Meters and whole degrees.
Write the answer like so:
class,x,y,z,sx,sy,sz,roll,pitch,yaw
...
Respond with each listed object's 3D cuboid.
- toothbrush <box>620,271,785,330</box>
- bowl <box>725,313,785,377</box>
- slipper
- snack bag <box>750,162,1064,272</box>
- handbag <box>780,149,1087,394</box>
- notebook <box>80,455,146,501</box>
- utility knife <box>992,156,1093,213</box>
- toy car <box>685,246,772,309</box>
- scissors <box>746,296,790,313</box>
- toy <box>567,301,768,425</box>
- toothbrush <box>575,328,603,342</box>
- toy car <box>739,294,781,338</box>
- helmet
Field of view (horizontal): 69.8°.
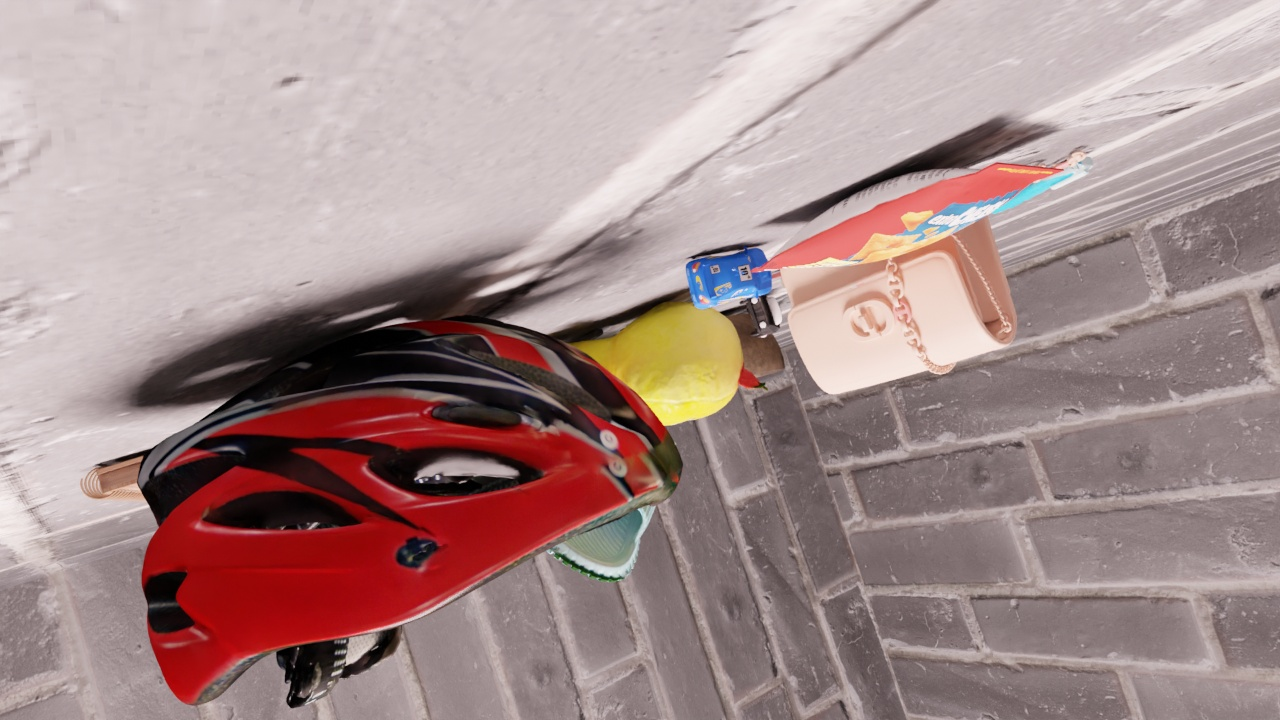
class,x,y,z,sx,sy,sz,roll,pitch,yaw
toothbrush,0.066,-0.051,0.805,0.185,0.015,0.015,-17,-177,17
bowl,0.080,-0.005,1.056,0.162,0.070,0.162,-13,176,-1
slipper,-0.032,0.064,0.782,0.275,0.116,0.070,-82,-161,-54
snack bag,0.153,-0.084,0.527,0.144,0.039,0.130,-22,174,38
handbag,0.229,-0.058,0.679,0.186,0.116,0.199,-16,176,-38
notebook,-0.324,0.075,0.729,0.169,0.022,0.211,-18,177,-19
utility knife,0.304,-0.132,0.738,0.022,0.015,0.149,-8,173,-19
toy car,0.065,-0.054,0.555,0.091,0.033,0.062,-15,-178,-40
scissors,0.151,-0.060,1.111,0.120,0.014,0.160,-18,174,-1
toy,-0.004,0.004,0.734,0.207,0.092,0.133,-9,-166,-3
toothbrush,-0.078,-0.003,0.845,0.012,0.013,0.168,-16,174,-35
toy car,0.131,-0.048,0.958,0.037,0.040,0.092,-20,174,14
helmet,-0.116,0.068,0.461,0.272,0.167,0.217,-18,177,7
